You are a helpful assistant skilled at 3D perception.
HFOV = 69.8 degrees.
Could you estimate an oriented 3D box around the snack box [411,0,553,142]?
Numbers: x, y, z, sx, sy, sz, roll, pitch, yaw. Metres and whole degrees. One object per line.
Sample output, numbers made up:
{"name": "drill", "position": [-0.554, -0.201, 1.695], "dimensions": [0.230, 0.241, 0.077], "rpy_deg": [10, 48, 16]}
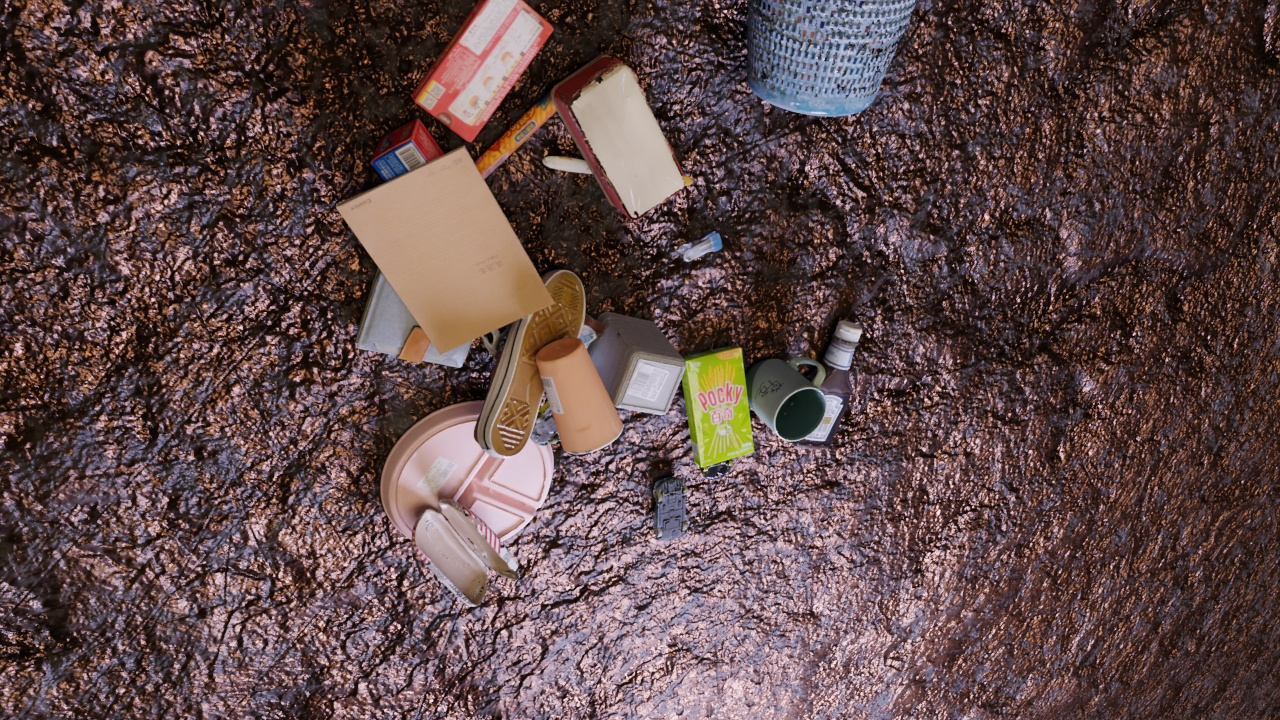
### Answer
{"name": "snack box", "position": [-0.167, -0.316, 0.973], "dimensions": [0.075, 0.025, 0.153], "rpy_deg": [33, 100, -34]}

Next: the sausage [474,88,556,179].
{"name": "sausage", "position": [-0.140, -0.249, 1.022], "dimensions": [0.165, 0.021, 0.021], "rpy_deg": [-43, 124, 1]}

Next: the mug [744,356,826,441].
{"name": "mug", "position": [0.205, 0.040, 1.276], "dimensions": [0.082, 0.106, 0.112], "rpy_deg": [34, 99, -33]}

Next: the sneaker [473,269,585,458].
{"name": "sneaker", "position": [-0.148, -0.002, 1.112], "dimensions": [0.118, 0.088, 0.241], "rpy_deg": [28, 80, -45]}

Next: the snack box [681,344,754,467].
{"name": "snack box", "position": [0.106, 0.063, 1.271], "dimensions": [0.085, 0.026, 0.156], "rpy_deg": [-13, 105, -18]}

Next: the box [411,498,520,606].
{"name": "box", "position": [-0.227, 0.252, 1.179], "dimensions": [0.086, 0.076, 0.162], "rpy_deg": [-52, 132, -25]}

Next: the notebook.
{"name": "notebook", "position": [-0.206, -0.114, 0.999], "dimensions": [0.149, 0.012, 0.211], "rpy_deg": [-23, 126, 7]}

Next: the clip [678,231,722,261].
{"name": "clip", "position": [0.076, -0.145, 1.177], "dimensions": [0.057, 0.036, 0.025], "rpy_deg": [-26, 125, -15]}

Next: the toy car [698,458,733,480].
{"name": "toy car", "position": [0.104, 0.121, 1.317], "dimensions": [0.049, 0.031, 0.106], "rpy_deg": [-12, 109, -17]}

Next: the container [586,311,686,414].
{"name": "container", "position": [-0.007, 0.007, 1.159], "dimensions": [0.090, 0.114, 0.090], "rpy_deg": [10, 111, -29]}

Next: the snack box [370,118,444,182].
{"name": "snack box", "position": [-0.208, -0.159, 1.009], "dimensions": [0.057, 0.058, 0.207], "rpy_deg": [-25, 125, 15]}

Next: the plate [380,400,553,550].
{"name": "plate", "position": [-0.220, 0.159, 1.197], "dimensions": [0.229, 0.028, 0.230], "rpy_deg": [-10, 120, -19]}

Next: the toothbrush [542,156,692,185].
{"name": "toothbrush", "position": [-0.026, -0.226, 1.091], "dimensions": [0.191, 0.018, 0.016], "rpy_deg": [3, 112, -23]}

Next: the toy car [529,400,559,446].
{"name": "toy car", "position": [-0.106, 0.066, 1.192], "dimensions": [0.105, 0.032, 0.048], "rpy_deg": [-43, 125, -14]}

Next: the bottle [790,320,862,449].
{"name": "bottle", "position": [0.275, 0.037, 1.345], "dimensions": [0.079, 0.044, 0.195], "rpy_deg": [6, 112, -27]}

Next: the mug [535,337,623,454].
{"name": "mug", "position": [-0.077, 0.039, 1.081], "dimensions": [0.078, 0.078, 0.123], "rpy_deg": [-25, 115, -10]}

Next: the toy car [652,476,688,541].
{"name": "toy car", "position": [0.042, 0.216, 1.341], "dimensions": [0.049, 0.031, 0.106], "rpy_deg": [-10, 118, -19]}

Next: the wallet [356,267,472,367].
{"name": "wallet", "position": [-0.255, -0.046, 1.069], "dimensions": [0.129, 0.037, 0.107], "rpy_deg": [14, 109, -29]}

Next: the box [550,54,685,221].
{"name": "box", "position": [-0.018, -0.245, 1.021], "dimensions": [0.091, 0.078, 0.168], "rpy_deg": [-36, 126, -5]}

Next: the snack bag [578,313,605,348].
{"name": "snack bag", "position": [-0.087, -0.012, 1.163], "dimensions": [0.105, 0.045, 0.026], "rpy_deg": [-58, 166, 12]}

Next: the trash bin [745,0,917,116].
{"name": "trash bin", "position": [0.204, -0.386, 1.006], "dimensions": [0.226, 0.226, 0.195], "rpy_deg": [-9, 131, -20]}
